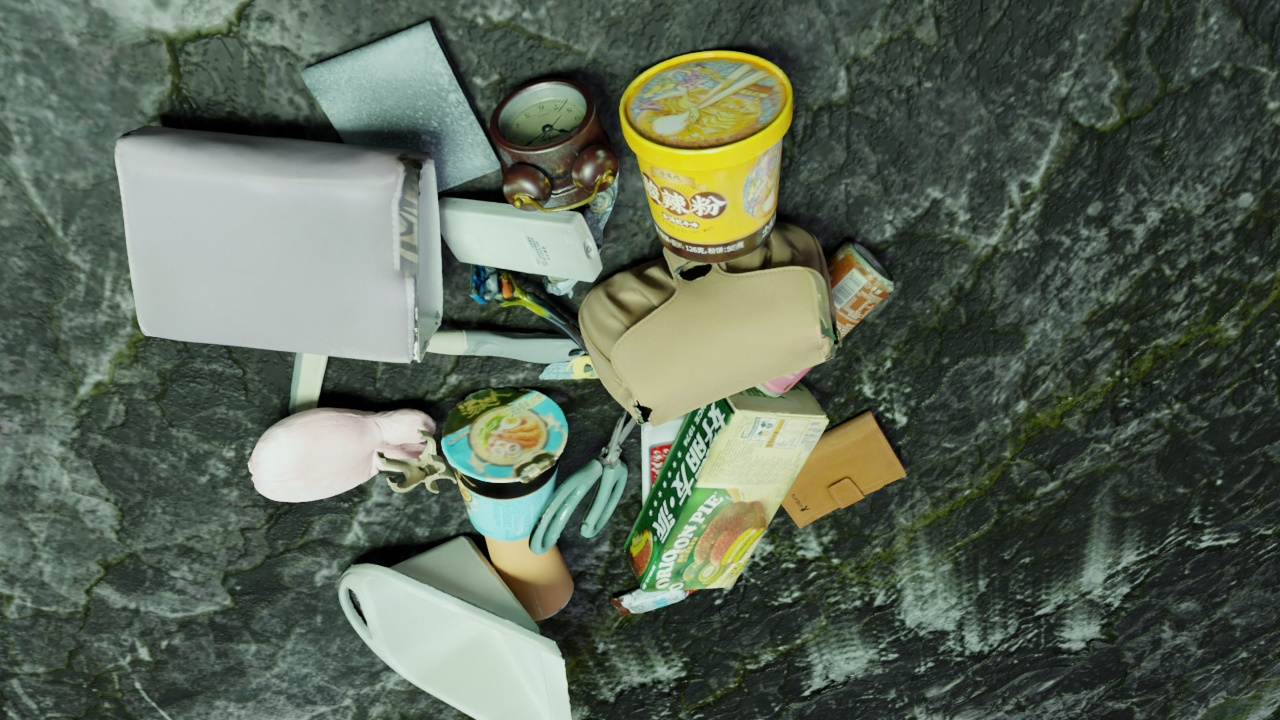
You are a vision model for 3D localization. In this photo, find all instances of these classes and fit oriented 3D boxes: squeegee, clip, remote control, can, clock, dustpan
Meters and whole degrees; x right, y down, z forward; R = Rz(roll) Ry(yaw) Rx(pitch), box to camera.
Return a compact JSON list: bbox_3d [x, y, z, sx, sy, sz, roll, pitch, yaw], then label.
[{"bbox_3d":[-0.158,-0.019,0.769,0.246,0.039,0.247,8,127,-19],"label":"squeegee"},{"bbox_3d":[-0.183,0.090,0.816,0.089,0.035,0.104,-38,155,17],"label":"clip"},{"bbox_3d":[-0.093,-0.091,0.684,0.135,0.019,0.056,11,143,30],"label":"remote control"},{"bbox_3d":[0.153,-0.035,0.809,0.058,0.057,0.148,27,119,-30],"label":"can"},{"bbox_3d":[0.029,0.107,0.926,0.056,0.020,0.136,-6,130,-6],"label":"remote control"},{"bbox_3d":[-0.059,-0.143,0.635,0.082,0.121,0.055,-16,143,0],"label":"clock"},{"bbox_3d":[-0.194,0.301,0.931,0.142,0.258,0.223,-24,135,-24],"label":"dustpan"}]

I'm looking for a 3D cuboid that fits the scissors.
[{"bbox_3d":[-0.040,0.121,0.893,0.174,0.019,0.177,-54,157,-9],"label":"scissors"}]

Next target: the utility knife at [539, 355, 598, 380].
[{"bbox_3d":[-0.005,0.005,0.841,0.175,0.019,0.031,0,123,-6],"label":"utility knife"}]

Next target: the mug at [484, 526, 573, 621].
[{"bbox_3d":[-0.118,0.197,0.938,0.078,0.078,0.123,-12,126,-2],"label":"mug"}]

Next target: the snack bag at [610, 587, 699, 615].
[{"bbox_3d":[0.018,0.270,1.055,0.105,0.026,0.045,-22,139,8],"label":"snack bag"}]

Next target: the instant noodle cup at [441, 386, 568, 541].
[{"bbox_3d":[-0.122,0.104,0.842,0.111,0.111,0.121,-4,136,-9],"label":"instant noodle cup"}]

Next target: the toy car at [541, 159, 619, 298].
[{"bbox_3d":[-0.045,-0.105,0.711,0.036,0.054,0.121,15,124,-20],"label":"toy car"}]

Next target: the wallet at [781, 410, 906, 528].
[{"bbox_3d":[0.202,0.116,0.966,0.132,0.031,0.108,-28,128,13],"label":"wallet"}]

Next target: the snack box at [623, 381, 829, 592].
[{"bbox_3d":[0.079,0.126,0.903,0.114,0.063,0.241,4,126,-28],"label":"snack box"}]

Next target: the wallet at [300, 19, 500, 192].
[{"bbox_3d":[-0.167,-0.171,0.655,0.097,0.019,0.121,-19,132,6],"label":"wallet"}]

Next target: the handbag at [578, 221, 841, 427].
[{"bbox_3d":[0.055,-0.037,0.727,0.204,0.147,0.100,-21,132,0],"label":"handbag"}]

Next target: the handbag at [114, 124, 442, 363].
[{"bbox_3d":[-0.243,-0.084,0.640,0.197,0.098,0.145,6,123,-1],"label":"handbag"}]

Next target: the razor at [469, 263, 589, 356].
[{"bbox_3d":[-0.080,-0.038,0.759,0.022,0.042,0.142,-34,131,29],"label":"razor"}]

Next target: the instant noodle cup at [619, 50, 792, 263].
[{"bbox_3d":[0.050,-0.143,0.665,0.118,0.118,0.115,-13,139,-2],"label":"instant noodle cup"}]

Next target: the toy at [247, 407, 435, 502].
[{"bbox_3d":[-0.263,0.082,0.816,0.159,0.054,0.122,-8,147,-21],"label":"toy"}]
